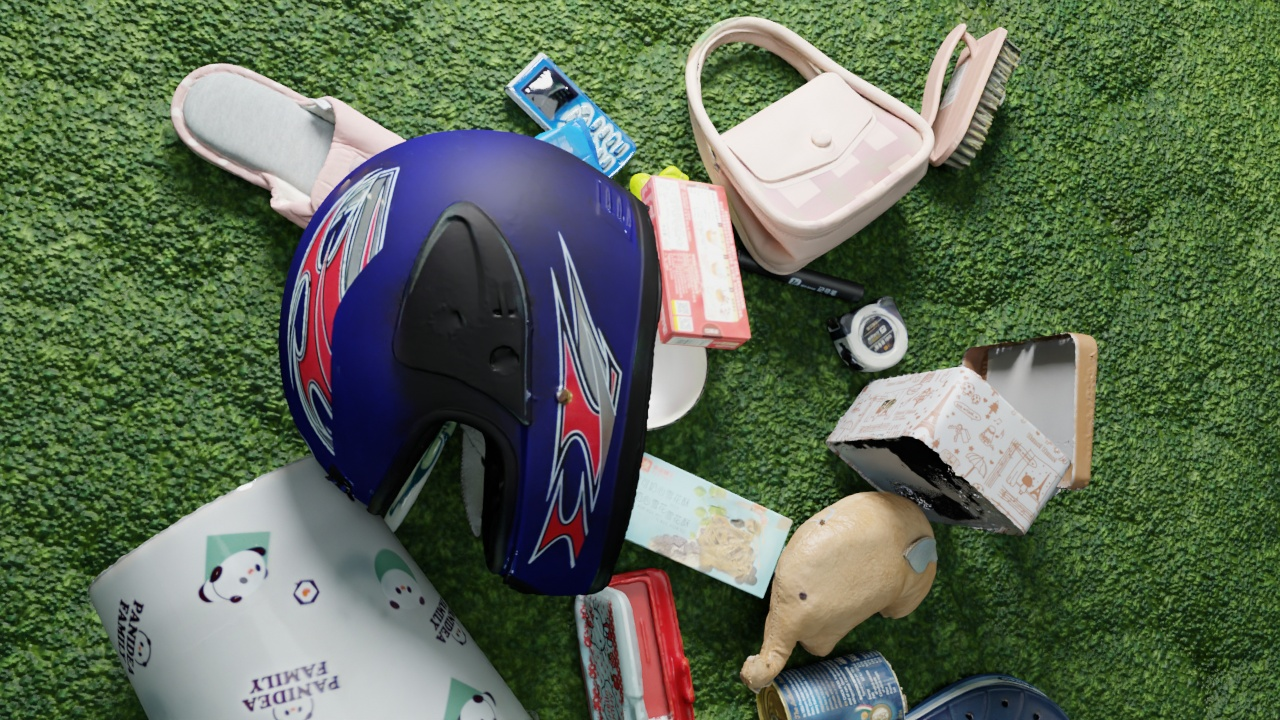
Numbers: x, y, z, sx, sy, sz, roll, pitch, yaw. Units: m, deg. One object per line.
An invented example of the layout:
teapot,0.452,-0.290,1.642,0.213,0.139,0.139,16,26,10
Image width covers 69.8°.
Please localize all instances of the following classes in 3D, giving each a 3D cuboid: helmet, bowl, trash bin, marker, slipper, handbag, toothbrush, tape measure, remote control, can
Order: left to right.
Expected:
trash bin,-0.234,0.218,0.651,0.229,0.230,0.252,-32,88,-15
slipper,-0.251,-0.156,0.760,0.274,0.054,0.114,30,77,-12
toothbrush,-0.169,0.064,0.780,0.016,0.018,0.191,29,77,2
helmet,-0.124,0.000,0.638,0.240,0.247,0.315,6,87,-11
remote control,-0.062,-0.217,0.831,0.125,0.024,0.049,44,76,-8
bowl,-0.005,0.005,0.802,0.116,0.066,0.116,2,83,-13
handbag,0.136,-0.217,0.852,0.193,0.093,0.234,-34,82,-21
marker,0.151,-0.081,0.874,0.132,0.020,0.022,15,78,-11
can,0.168,0.304,0.812,0.111,0.075,0.075,-9,87,-15
tape measure,0.220,-0.022,0.878,0.065,0.034,0.066,-22,88,-13
slipper,0.287,0.362,0.829,0.252,0.095,0.105,-14,91,-11

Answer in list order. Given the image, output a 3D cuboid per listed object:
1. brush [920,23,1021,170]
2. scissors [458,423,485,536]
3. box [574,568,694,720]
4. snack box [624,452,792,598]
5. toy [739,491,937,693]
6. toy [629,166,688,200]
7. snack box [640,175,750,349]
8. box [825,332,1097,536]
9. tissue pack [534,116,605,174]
brush,0.315,-0.258,0.910,0.073,0.063,0.145,27,81,-14
scissors,-0.142,0.028,0.773,0.189,0.015,0.225,23,79,1
box,0.004,0.282,0.760,0.095,0.102,0.201,-9,87,-14
snack box,0.041,0.140,0.808,0.175,0.052,0.074,25,80,-11
toy,0.165,0.196,0.800,0.225,0.083,0.143,-20,106,-26
toy,0.033,-0.129,0.843,0.096,0.031,0.100,-15,84,-15
snack box,0.046,-0.085,0.791,0.075,0.026,0.152,3,66,-25
box,0.304,0.047,0.816,0.154,0.183,0.184,39,77,-8
tissue pack,-0.094,-0.137,0.787,0.156,0.052,0.095,-35,111,-23
